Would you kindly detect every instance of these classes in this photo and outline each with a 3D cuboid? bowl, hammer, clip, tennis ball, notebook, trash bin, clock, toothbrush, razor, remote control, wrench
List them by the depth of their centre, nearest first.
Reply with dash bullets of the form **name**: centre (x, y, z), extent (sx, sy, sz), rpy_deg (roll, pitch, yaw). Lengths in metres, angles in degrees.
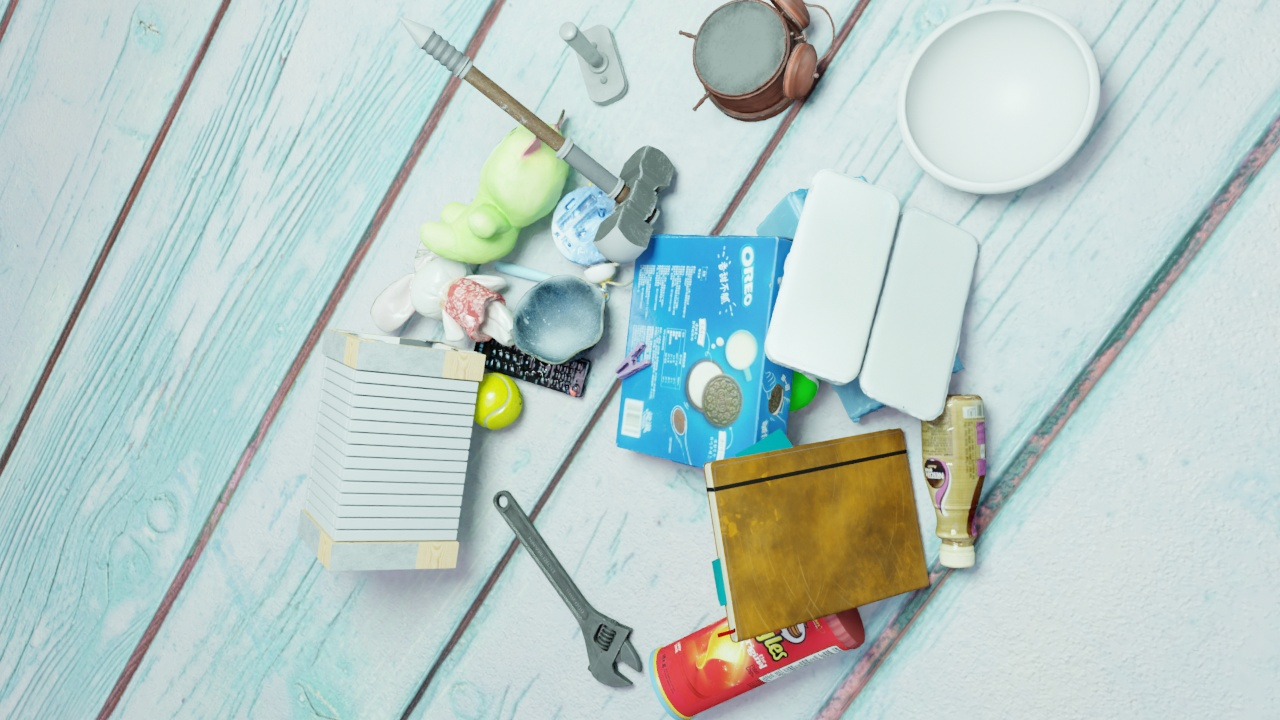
- **notebook**: centre (0.165, 0.153, 0.873), extent (0.014, 0.248, 0.178), rpy_deg (-16, 82, 62)
- **bowl**: centre (0.339, -0.243, 0.877), extent (0.177, 0.066, 0.176), rpy_deg (0, 89, 22)
- **hammer**: centre (-0.107, -0.239, 0.932), extent (0.043, 0.322, 0.155), rpy_deg (-27, 36, 47)
- **tennis ball**: centre (0.152, 0.020, 0.951), extent (0.065, 0.065, 0.065), rpy_deg (0, 89, 22)
- **clock**: centre (0.126, -0.322, 0.960), extent (0.158, 0.072, 0.120), rpy_deg (-12, 85, 22)
- **clip**: centre (-0.008, -0.002, 0.982), extent (0.052, 0.014, 0.043), rpy_deg (-8, 81, 46)
- **razor**: centre (-0.060, -0.342, 1.011), extent (0.047, 0.116, 0.088), rpy_deg (-18, 83, 15)
- **clock**: centre (-0.043, -0.139, 1.038), extent (0.089, 0.052, 0.125), rpy_deg (-40, 76, 16)
- **bowl**: centre (-0.087, -0.038, 1.045), extent (0.110, 0.055, 0.110), rpy_deg (-5, 65, 10)
- **trash bin**: centre (-0.289, 0.099, 1.055), extent (0.143, 0.142, 0.247), rpy_deg (13, 95, 57)
- **wrench**: centre (-0.091, 0.263, 1.073), extent (0.073, 0.018, 0.273), rpy_deg (-44, 73, 16)
- **tennis ball**: centre (-0.172, 0.047, 1.080), extent (0.065, 0.065, 0.065), rpy_deg (0, 89, 22)
- **toothbrush**: centre (-0.107, -0.095, 1.082), extent (0.155, 0.022, 0.016), rpy_deg (16, 54, 21)
- **remote control**: centre (-0.129, 0.002, 1.089), extent (0.150, 0.022, 0.047), rpy_deg (17, 95, 19)

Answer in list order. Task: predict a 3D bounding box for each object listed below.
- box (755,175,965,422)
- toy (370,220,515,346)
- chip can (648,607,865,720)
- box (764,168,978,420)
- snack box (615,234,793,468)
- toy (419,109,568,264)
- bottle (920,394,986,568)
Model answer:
- **box**: centre (0.225, -0.068, 0.939), extent (0.111, 0.094, 0.231), rpy_deg (-20, 78, -22)
- **toy**: centre (-0.220, -0.077, 1.089), extent (0.194, 0.084, 0.159), rpy_deg (27, 82, 26)
- **chip can**: centre (0.118, 0.296, 0.952), extent (0.214, 0.087, 0.087), rpy_deg (-32, 78, 20)
- **box**: centre (0.223, -0.063, 0.866), extent (0.191, 0.045, 0.209), rpy_deg (23, 72, -7)
- **snack box**: centre (0.068, -0.010, 0.951), extent (0.196, 0.056, 0.239), rpy_deg (9, 93, 46)
- **toy**: centre (-0.150, -0.189, 1.044), extent (0.197, 0.150, 0.107), rpy_deg (-33, 106, 18)
- **bottle**: centre (0.305, 0.116, 0.892), extent (0.060, 0.059, 0.166), rpy_deg (-2, 90, 22)
